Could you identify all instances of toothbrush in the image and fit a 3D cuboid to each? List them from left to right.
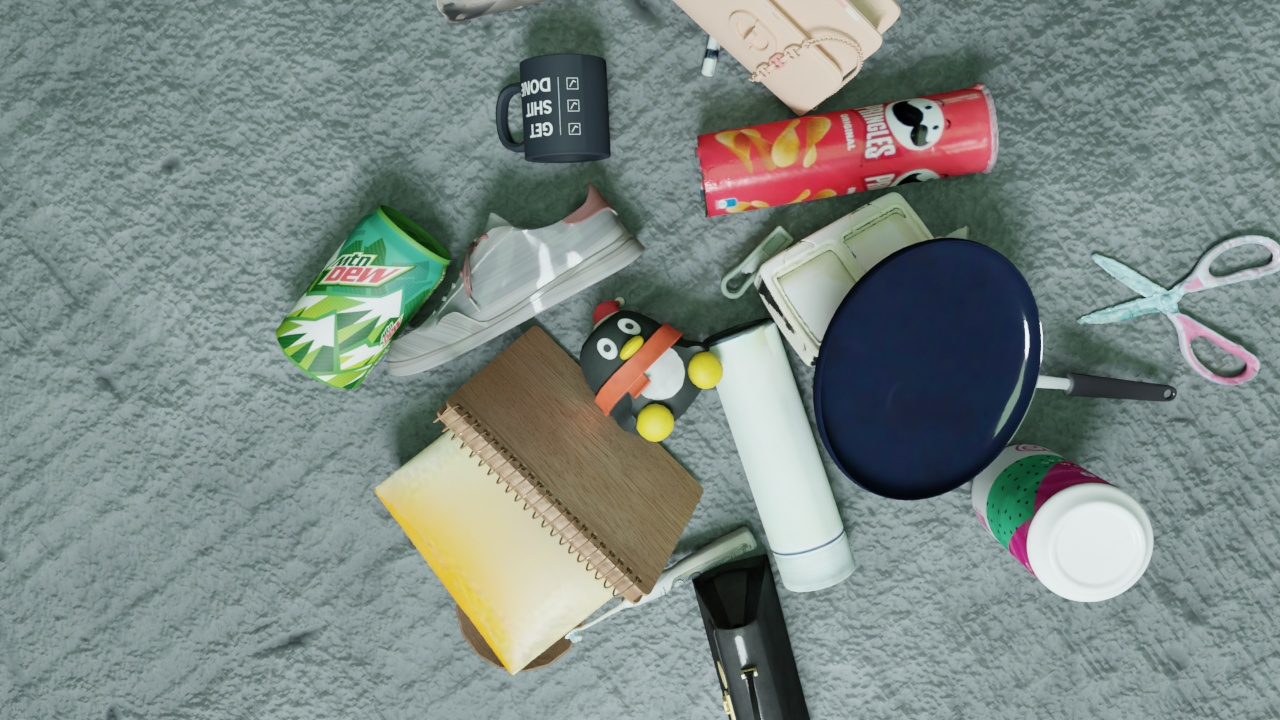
[{"bbox_3d":[0.017,0.195,0.800,0.185,0.022,0.024,-25,55,-13],"label":"toothbrush"},{"bbox_3d":[0.079,-0.329,0.761,0.017,0.012,0.187,13,98,-2],"label":"toothbrush"}]

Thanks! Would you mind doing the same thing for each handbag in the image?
[{"bbox_3d":[0.097,0.279,0.745,0.072,0.195,0.176,-14,96,5],"label":"handbag"},{"bbox_3d":[0.140,-0.307,0.747,0.198,0.117,0.186,39,57,-11],"label":"handbag"}]

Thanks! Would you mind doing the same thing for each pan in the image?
[{"bbox_3d":[0.286,0.014,0.711,0.356,0.021,0.199,5,103,-22],"label":"pan"}]

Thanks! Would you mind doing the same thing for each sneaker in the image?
[{"bbox_3d":[-0.118,-0.072,0.765,0.236,0.099,0.089,-28,96,-1],"label":"sneaker"}]

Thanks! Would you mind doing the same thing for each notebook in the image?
[{"bbox_3d":[-0.050,0.080,0.745,0.210,0.168,0.022,45,120,-3],"label":"notebook"}]

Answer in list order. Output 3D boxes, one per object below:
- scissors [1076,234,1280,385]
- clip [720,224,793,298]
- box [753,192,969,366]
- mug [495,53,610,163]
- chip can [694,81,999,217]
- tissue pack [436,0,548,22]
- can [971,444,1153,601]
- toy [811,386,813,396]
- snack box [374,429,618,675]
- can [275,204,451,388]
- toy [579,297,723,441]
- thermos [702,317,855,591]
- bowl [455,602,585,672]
[{"bbox_3d":[0.464,-0.060,0.774,0.172,0.014,0.159,33,99,2],"label":"scissors"},{"bbox_3d":[0.098,-0.084,0.784,0.023,0.047,0.076,44,100,-1],"label":"clip"},{"bbox_3d":[0.200,-0.037,0.709,0.143,0.101,0.194,-31,79,-8],"label":"box"},{"bbox_3d":[-0.076,-0.205,0.763,0.105,0.071,0.077,1,98,30],"label":"mug"},{"bbox_3d":[0.162,-0.169,0.747,0.233,0.073,0.073,-9,97,5],"label":"chip can"},{"bbox_3d":[-0.088,-0.349,0.743,0.181,0.071,0.104,-10,98,8],"label":"tissue pack"},{"bbox_3d":[0.325,0.122,0.727,0.088,0.165,0.088,0,97,3],"label":"can"},{"bbox_3d":[0.195,0.017,0.778,0.100,0.062,0.076,-10,75,15],"label":"toy"},{"bbox_3d":[-0.106,0.139,0.776,0.145,0.080,0.195,-38,86,-2],"label":"snack box"},{"bbox_3d":[-0.233,-0.053,0.778,0.083,0.083,0.144,40,98,-2],"label":"can"},{"bbox_3d":[-0.004,0.004,0.767,0.119,0.100,0.097,44,77,4],"label":"toy"},{"bbox_3d":[0.119,0.081,0.785,0.068,0.068,0.230,-18,96,5],"label":"thermos"},{"bbox_3d":[-0.105,0.218,0.826,0.118,0.030,0.118,0,85,2],"label":"bowl"}]
